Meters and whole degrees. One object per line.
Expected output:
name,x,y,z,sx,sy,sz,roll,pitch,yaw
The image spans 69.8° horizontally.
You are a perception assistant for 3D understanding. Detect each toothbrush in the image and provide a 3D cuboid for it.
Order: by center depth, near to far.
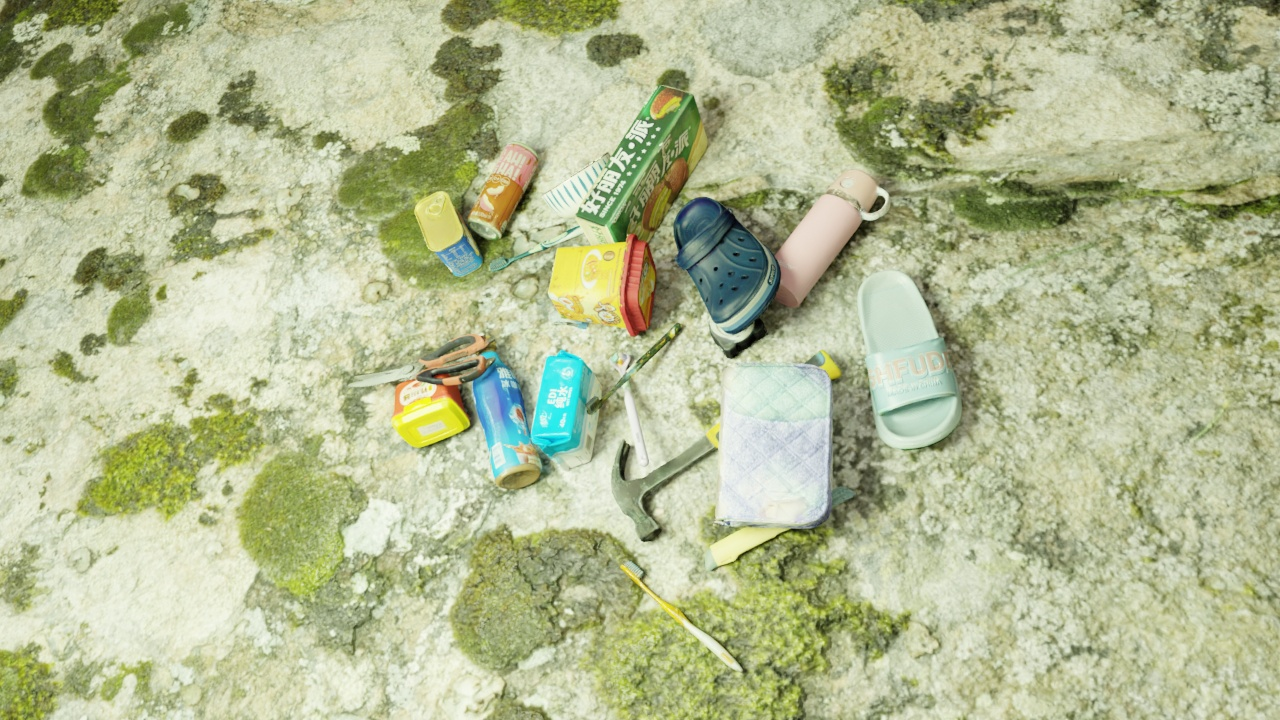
toothbrush,0.048,0.297,1.075,0.191,0.016,0.018,36,70,28
toothbrush,-0.011,0.061,1.175,0.029,0.021,0.189,-14,47,-1
toothbrush,-0.007,0.007,1.197,0.012,0.017,0.185,19,53,43
toothbrush,-0.136,-0.174,1.350,0.192,0.018,0.016,-23,61,5

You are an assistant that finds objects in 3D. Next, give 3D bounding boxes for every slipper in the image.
slipper,0.320,-0.010,1.108,0.104,0.074,0.245,-11,61,10
slipper,0.098,-0.143,1.188,0.105,0.095,0.252,-43,38,19

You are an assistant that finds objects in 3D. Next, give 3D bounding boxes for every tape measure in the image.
tape measure,0.123,-0.045,1.204,0.065,0.033,0.066,-32,63,-2

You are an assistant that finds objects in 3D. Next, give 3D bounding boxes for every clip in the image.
clip,-0.102,-0.060,1.285,0.058,0.041,0.026,5,69,23

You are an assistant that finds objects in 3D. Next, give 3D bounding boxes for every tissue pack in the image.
tissue pack,-0.096,0.065,1.183,0.063,0.090,0.139,1,66,17

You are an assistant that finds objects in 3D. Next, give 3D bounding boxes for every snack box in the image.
snack box,-0.287,0.064,1.251,0.091,0.082,0.080,-22,48,4
snack box,0.005,-0.258,1.293,0.063,0.114,0.239,24,73,25

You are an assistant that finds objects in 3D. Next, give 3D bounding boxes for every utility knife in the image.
utility knife,0.162,0.195,1.088,0.198,0.021,0.031,-29,65,8

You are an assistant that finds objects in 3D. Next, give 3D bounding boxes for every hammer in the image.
hammer,0.104,0.087,1.149,0.323,0.032,0.126,-34,62,-1

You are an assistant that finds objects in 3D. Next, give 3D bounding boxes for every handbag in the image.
handbag,0.157,0.102,1.075,0.134,0.075,0.193,1,71,14

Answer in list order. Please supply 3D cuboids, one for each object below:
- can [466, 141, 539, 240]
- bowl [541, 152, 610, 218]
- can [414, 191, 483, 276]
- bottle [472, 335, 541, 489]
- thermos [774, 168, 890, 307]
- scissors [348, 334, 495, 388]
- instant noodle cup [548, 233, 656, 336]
can,-0.207,-0.256,1.386,0.058,0.058,0.147,16,71,22
bowl,-0.078,-0.242,1.325,0.116,0.116,0.066,-33,103,-1
can,-0.282,-0.185,1.360,0.057,0.083,0.102,-28,61,1
bottle,-0.187,0.064,1.226,0.065,0.065,0.218,-23,60,5
thermos,0.245,-0.160,1.203,0.087,0.067,0.198,33,77,33
scissors,-0.296,0.004,1.251,0.196,0.015,0.205,-43,42,-22
instant noodle cup,-0.050,-0.102,1.230,0.124,0.116,0.115,4,66,12
